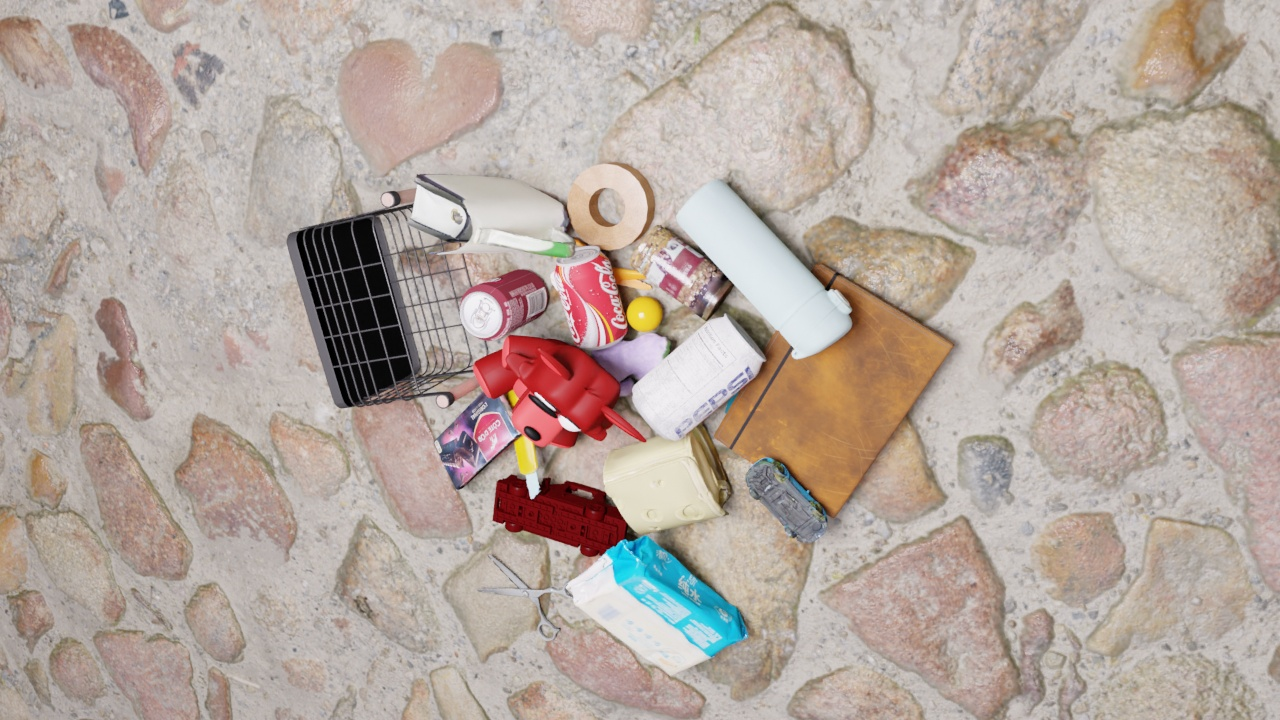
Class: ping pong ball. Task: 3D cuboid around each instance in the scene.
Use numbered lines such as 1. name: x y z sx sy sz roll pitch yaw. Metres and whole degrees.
1. ping pong ball: 0.005 -0.052 1.028 0.040 0.040 0.040 6 107 18

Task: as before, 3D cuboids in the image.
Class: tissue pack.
1. tissue pack: 0.017 0.289 1.081 0.117 0.065 0.209 -38 115 26

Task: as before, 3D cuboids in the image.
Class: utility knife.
1. utility knife: -0.146 0.080 1.105 0.031 0.017 0.175 -22 72 32

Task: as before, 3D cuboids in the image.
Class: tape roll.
1. tape roll: -0.032 -0.171 1.013 0.094 0.027 0.094 6 107 18

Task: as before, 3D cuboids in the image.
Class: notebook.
1. notebook: 0.190 0.037 0.991 0.178 0.014 0.250 34 114 14

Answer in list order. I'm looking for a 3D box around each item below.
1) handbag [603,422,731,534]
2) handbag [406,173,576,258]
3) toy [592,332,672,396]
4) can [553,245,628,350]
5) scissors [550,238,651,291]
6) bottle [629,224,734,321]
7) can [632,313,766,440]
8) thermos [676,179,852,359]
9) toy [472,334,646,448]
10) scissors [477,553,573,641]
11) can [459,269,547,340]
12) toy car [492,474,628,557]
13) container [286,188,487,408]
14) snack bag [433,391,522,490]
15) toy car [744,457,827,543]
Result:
1. handbag: 0.034 0.140 1.054 0.119 0.081 0.111 -21 110 21
2. handbag: -0.142 -0.136 0.974 0.176 0.151 0.074 29 115 31
3. toy: -0.006 0.006 1.054 0.100 0.036 0.080 1 117 22
4. can: -0.056 -0.069 1.020 0.064 0.064 0.105 -5 117 21
5. scissors: -0.045 -0.093 1.050 0.131 0.012 0.074 18 114 12
6. bottle: 0.045 -0.095 0.993 0.105 0.056 0.056 37 114 7
7. can: 0.062 0.018 0.989 0.136 0.078 0.078 -41 89 12
8. thermos: 0.128 -0.093 0.943 0.078 0.065 0.207 -45 79 17
9. toy: -0.090 0.036 1.008 0.158 0.197 0.120 45 76 -20
10. scissors: -0.133 0.302 1.198 0.172 0.014 0.141 -22 101 23
11. can: -0.154 -0.064 1.041 0.063 0.114 0.063 6 107 18
12. toy car: -0.092 0.186 1.122 0.170 0.061 0.070 14 110 15
13. container: -0.278 -0.068 1.057 0.130 0.162 0.241 -8 103 21
14. snack bag: -0.202 0.095 1.135 0.156 0.018 0.074 -41 71 36
15. toy car: 0.161 0.152 1.006 0.105 0.032 0.048 46 116 6
